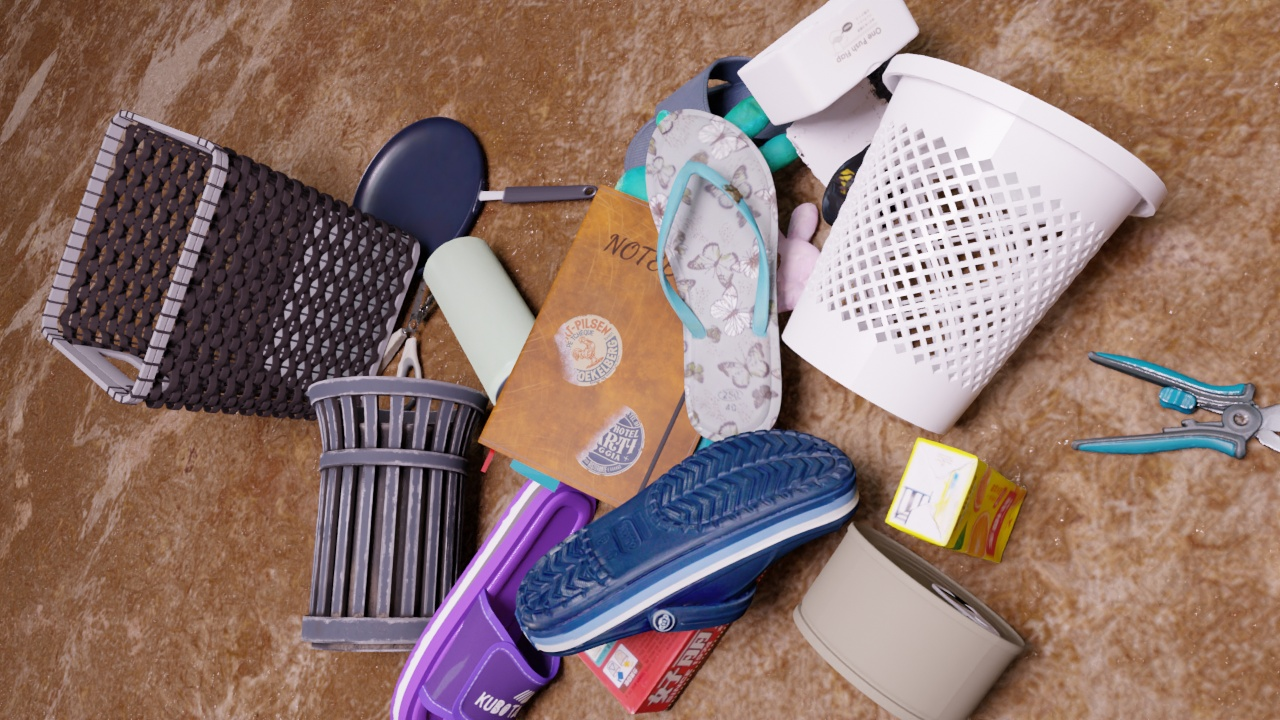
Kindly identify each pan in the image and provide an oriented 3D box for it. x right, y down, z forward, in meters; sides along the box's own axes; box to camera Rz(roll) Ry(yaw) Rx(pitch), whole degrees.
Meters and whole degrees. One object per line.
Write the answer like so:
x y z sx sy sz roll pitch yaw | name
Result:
-0.189 -0.177 1.000 0.357 0.021 0.198 5 77 34 | pan

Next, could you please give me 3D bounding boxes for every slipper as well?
0.062 -0.072 0.691 0.098 0.055 0.268 -10 80 7 | slipper
-0.105 0.228 0.769 0.084 0.107 0.266 28 85 35 | slipper
0.035 0.136 0.644 0.253 0.095 0.105 -27 22 2 | slipper
0.090 -0.226 0.806 0.264 0.082 0.101 -16 66 26 | slipper

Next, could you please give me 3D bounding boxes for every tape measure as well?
0.179 -0.131 0.726 0.071 0.072 0.042 -38 58 -18 | tape measure

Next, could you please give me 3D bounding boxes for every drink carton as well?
0.207 0.094 0.594 0.043 0.134 0.058 20 87 38 | drink carton

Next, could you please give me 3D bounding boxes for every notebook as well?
-0.005 0.002 0.725 0.178 0.014 0.249 23 84 13 | notebook

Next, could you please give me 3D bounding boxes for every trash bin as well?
0.206 -0.069 0.630 0.195 0.195 0.200 38 105 35 | trash bin
-0.227 0.144 0.839 0.165 0.164 0.227 -8 74 30 | trash bin

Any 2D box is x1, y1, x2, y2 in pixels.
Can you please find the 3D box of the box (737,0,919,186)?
0.157 -0.200 0.710 0.108 0.137 0.128 -37 13 -8 | box

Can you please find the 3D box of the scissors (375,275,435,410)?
-0.256 -0.022 0.989 0.162 0.012 0.158 -16 74 31 | scissors

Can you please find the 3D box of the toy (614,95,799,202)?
0.042 -0.143 0.776 0.194 0.130 0.072 -34 24 21 | toy

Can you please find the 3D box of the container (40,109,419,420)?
-0.420 -0.084 0.961 0.248 0.243 0.245 23 93 38 | container

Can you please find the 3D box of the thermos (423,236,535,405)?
-0.129 -0.021 0.878 0.082 0.082 0.231 -43 56 13 | thermos

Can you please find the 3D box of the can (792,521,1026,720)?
0.171 0.172 0.595 0.128 0.127 0.073 37 97 35 | can

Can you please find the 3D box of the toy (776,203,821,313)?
0.122 -0.082 0.760 0.064 0.047 0.109 -14 56 25 | toy

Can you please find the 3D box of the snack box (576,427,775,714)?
0.037 0.149 0.727 0.113 0.060 0.236 37 96 35 | snack box

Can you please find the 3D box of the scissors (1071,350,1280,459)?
0.350 0.036 0.594 0.125 0.019 0.156 -45 55 13 | scissors
